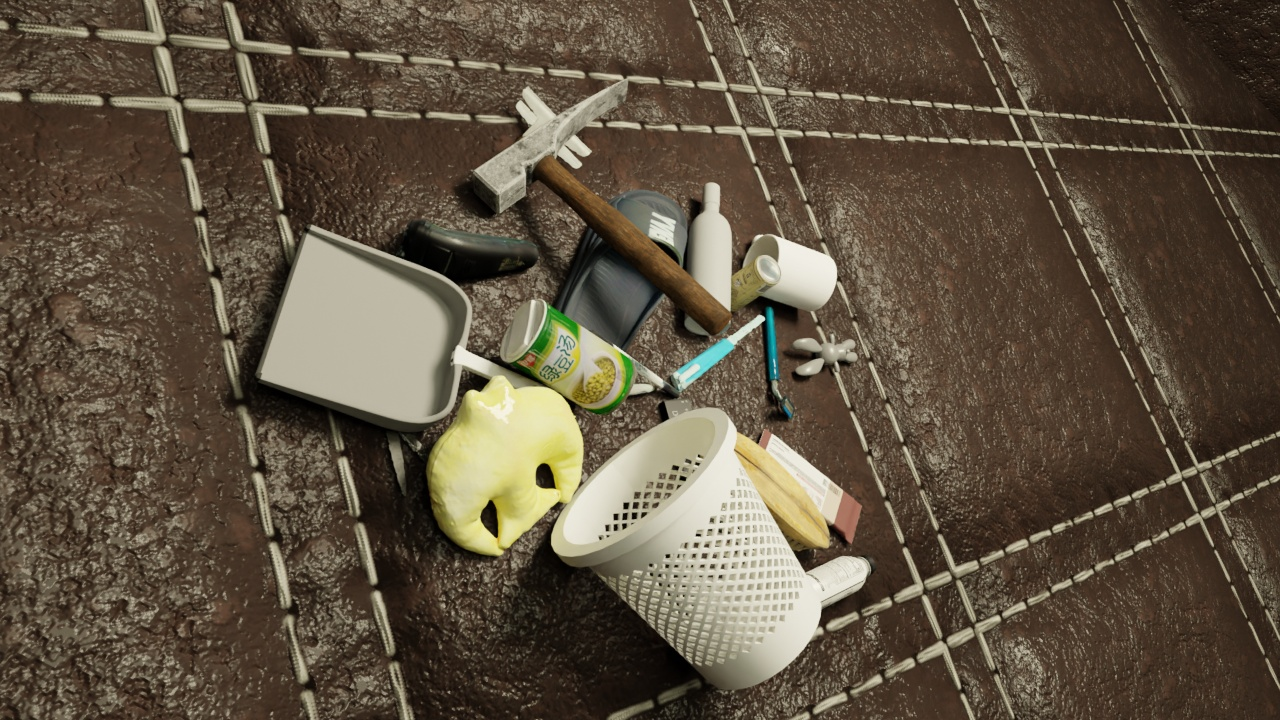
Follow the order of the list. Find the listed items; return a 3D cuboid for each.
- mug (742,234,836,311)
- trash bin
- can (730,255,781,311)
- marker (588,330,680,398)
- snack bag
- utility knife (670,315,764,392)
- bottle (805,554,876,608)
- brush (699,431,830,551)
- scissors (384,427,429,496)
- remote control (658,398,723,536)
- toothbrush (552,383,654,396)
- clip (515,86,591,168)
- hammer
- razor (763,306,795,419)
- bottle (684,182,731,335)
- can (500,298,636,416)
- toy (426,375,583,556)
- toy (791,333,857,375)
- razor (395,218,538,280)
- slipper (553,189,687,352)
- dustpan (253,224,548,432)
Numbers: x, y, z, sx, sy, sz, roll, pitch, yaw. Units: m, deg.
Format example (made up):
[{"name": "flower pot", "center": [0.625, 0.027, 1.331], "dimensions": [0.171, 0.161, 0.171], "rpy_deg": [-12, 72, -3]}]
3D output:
[{"name": "mug", "center": [0.179, -0.119, 1.145], "dimensions": [0.090, 0.074, 0.110], "rpy_deg": [15, 35, -28]}, {"name": "trash bin", "center": [0.056, 0.183, 0.847], "dimensions": [0.199, 0.196, 0.194], "rpy_deg": [53, 49, -14]}, {"name": "can", "center": [0.126, -0.090, 1.080], "dimensions": [0.038, 0.080, 0.038], "rpy_deg": [15, 60, -28]}, {"name": "marker", "center": [-0.006, 0.006, 0.957], "dimensions": [0.152, 0.011, 0.011], "rpy_deg": [36, 50, -41]}, {"name": "snack bag", "center": [0.192, 0.145, 1.056], "dimensions": [0.158, 0.013, 0.056], "rpy_deg": [38, 50, -14]}, {"name": "utility knife", "center": [0.096, -0.012, 1.064], "dimensions": [0.178, 0.015, 0.022], "rpy_deg": [-33, 89, -39]}, {"name": "bottle", "center": [0.215, 0.241, 1.007], "dimensions": [0.115, 0.041, 0.041], "rpy_deg": [-12, 76, -38]}, {"name": "brush", "center": [0.134, 0.142, 0.992], "dimensions": [0.195, 0.043, 0.059], "rpy_deg": [44, 47, -17]}, {"name": "scissors", "center": [-0.234, 0.035, 0.818], "dimensions": [0.165, 0.013, 0.157], "rpy_deg": [26, 54, -27]}, {"name": "remote control", "center": [0.056, 0.113, 0.978], "dimensions": [0.034, 0.013, 0.150], "rpy_deg": [-4, 70, -35]}, {"name": "toothbrush", "center": [-0.063, 0.036, 0.934], "dimensions": [0.188, 0.016, 0.017], "rpy_deg": [-3, 80, -35]}, {"name": "clip", "center": [-0.107, -0.255, 1.034], "dimensions": [0.102, 0.058, 0.051], "rpy_deg": [45, 27, -7]}, {"name": "hammer", "center": [0.003, -0.155, 0.961], "dimensions": [0.300, 0.037, 0.217], "rpy_deg": [43, 65, 15]}, {"name": "razor", "center": [0.161, 0.000, 1.102], "dimensions": [0.042, 0.022, 0.143], "rpy_deg": [48, 32, -57]}, {"name": "bottle", "center": [0.081, -0.127, 1.086], "dimensions": [0.052, 0.053, 0.194], "rpy_deg": [19, 59, -26]}, {"name": "can", "center": [-0.069, -0.002, 0.879], "dimensions": [0.121, 0.067, 0.067], "rpy_deg": [33, 53, -30]}, {"name": "toy", "center": [-0.119, 0.087, 0.827], "dimensions": [0.170, 0.065, 0.155], "rpy_deg": [-34, 118, -36]}, {"name": "toy", "center": [0.233, -0.008, 1.147], "dimensions": [0.111, 0.030, 0.049], "rpy_deg": [-6, 87, -42]}, {"name": "razor", "center": [-0.170, -0.113, 0.916], "dimensions": [0.151, 0.054, 0.067], "rpy_deg": [-5, 45, -42]}, {"name": "slipper", "center": [-0.013, -0.104, 0.993], "dimensions": [0.110, 0.084, 0.267], "rpy_deg": [36, 54, -13]}, {"name": "dustpan", "center": [-0.198, -0.009, 0.838], "dimensions": [0.257, 0.033, 0.162], "rpy_deg": [26, 52, -30]}]
